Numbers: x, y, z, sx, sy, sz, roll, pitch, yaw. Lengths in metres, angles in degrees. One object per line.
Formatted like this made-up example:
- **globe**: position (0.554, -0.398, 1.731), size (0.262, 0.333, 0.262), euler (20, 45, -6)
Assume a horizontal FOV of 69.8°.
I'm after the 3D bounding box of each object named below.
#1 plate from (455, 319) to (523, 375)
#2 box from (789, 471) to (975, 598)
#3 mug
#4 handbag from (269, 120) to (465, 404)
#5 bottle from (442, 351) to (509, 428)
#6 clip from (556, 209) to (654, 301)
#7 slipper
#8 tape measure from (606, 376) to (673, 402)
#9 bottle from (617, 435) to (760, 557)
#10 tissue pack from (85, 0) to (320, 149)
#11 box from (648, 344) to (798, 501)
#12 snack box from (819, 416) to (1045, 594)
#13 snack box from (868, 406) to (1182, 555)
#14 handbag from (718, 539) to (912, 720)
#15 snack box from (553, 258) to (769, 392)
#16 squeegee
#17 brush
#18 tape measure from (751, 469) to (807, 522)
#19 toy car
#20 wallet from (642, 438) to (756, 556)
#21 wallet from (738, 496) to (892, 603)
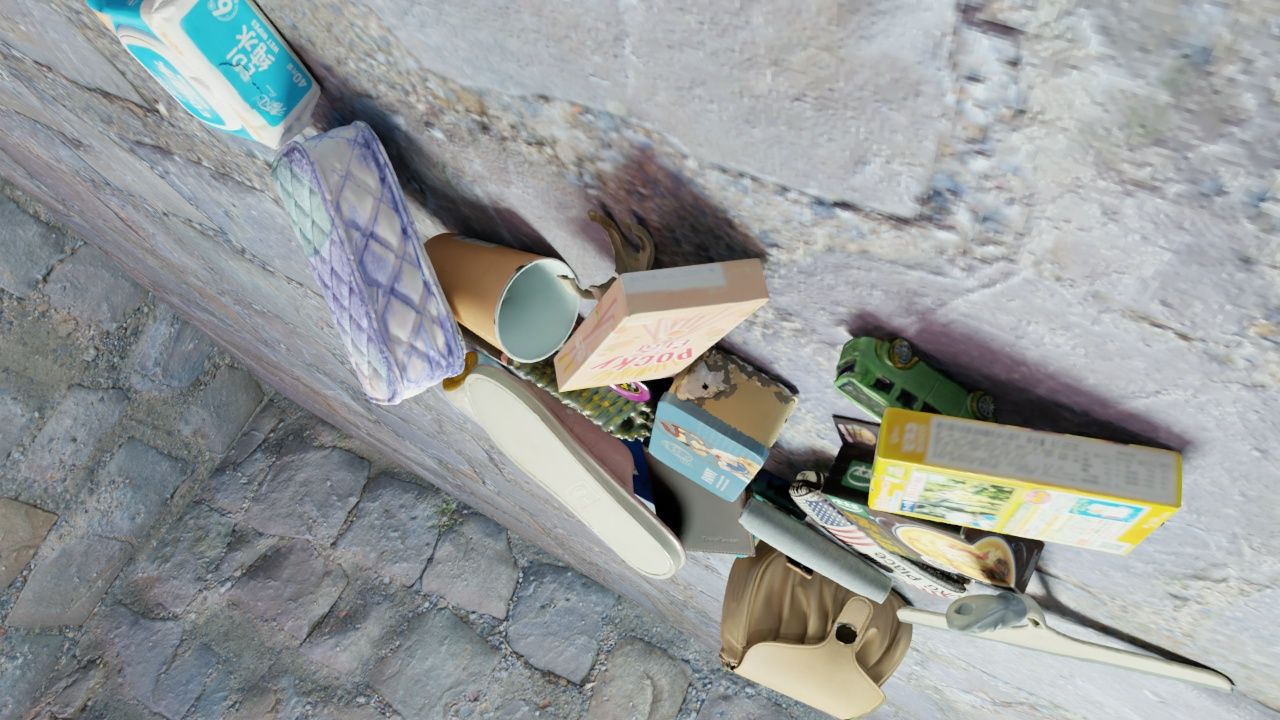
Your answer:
- **plate**: position (-0.129, -0.013, 0.857), size (0.179, 0.024, 0.179), euler (30, 177, 1)
- **box**: position (0.195, 0.135, 0.731), size (0.164, 0.057, 0.071), euler (33, 148, -8)
- **mug**: position (-0.115, -0.055, 0.692), size (0.123, 0.078, 0.078), euler (25, 162, 38)
- **handbag**: position (-0.192, -0.066, 0.661), size (0.134, 0.075, 0.194), euler (-1, 111, 60)
- **bottle**: position (-0.145, 0.065, 1.065), size (0.068, 0.068, 0.189), euler (9, 151, 52)
- **clip**: position (-0.014, -0.041, 0.565), size (0.035, 0.092, 0.103), euler (20, 148, 32)
- **slipper**: position (-0.057, 0.098, 0.875), size (0.274, 0.054, 0.114), euler (44, 145, 2)
- **tape measure**: position (-0.004, 0.004, 0.713), size (0.058, 0.039, 0.057), euler (15, 156, 33)
- **bottle**: position (0.026, 0.114, 0.912), size (0.219, 0.065, 0.065), euler (31, 163, 7)
- **tissue pack**: position (-0.282, -0.202, 0.593), size (0.090, 0.063, 0.140), euler (22, 160, 30)
- **box**: position (0.058, 0.053, 0.705), size (0.090, 0.059, 0.184), euler (30, 161, 10)
- **snack box**: position (0.193, 0.098, 0.621), size (0.113, 0.053, 0.125), euler (11, 157, 50)
- **snack box**: position (0.194, 0.065, 0.484), size (0.140, 0.033, 0.087), euler (7, 155, 15)
- **handbag**: position (0.179, 0.270, 0.923), size (0.204, 0.147, 0.100), euler (29, 167, -20)
- **snack box**: position (0.006, -0.017, 0.550), size (0.084, 0.026, 0.158), euler (-8, 166, -20)
- **squeegee**: position (0.259, 0.180, 0.642), size (0.247, 0.039, 0.246), euler (3, 165, 38)
- **brush**: position (-0.042, 0.013, 0.777), size (0.146, 0.063, 0.069), euler (36, -167, -13)
- **tape measure**: position (0.128, 0.127, 0.838), size (0.054, 0.025, 0.058), euler (24, 161, 28)
- **toy car**: position (0.149, 0.020, 0.501), size (0.091, 0.036, 0.043), euler (29, 161, 0)
- **wallet**: position (0.055, 0.129, 0.854), size (0.096, 0.020, 0.122), euler (3, 121, 25)
- **wallet**: position (0.141, 0.162, 0.776), size (0.130, 0.037, 0.106), euler (29, 172, 10)
